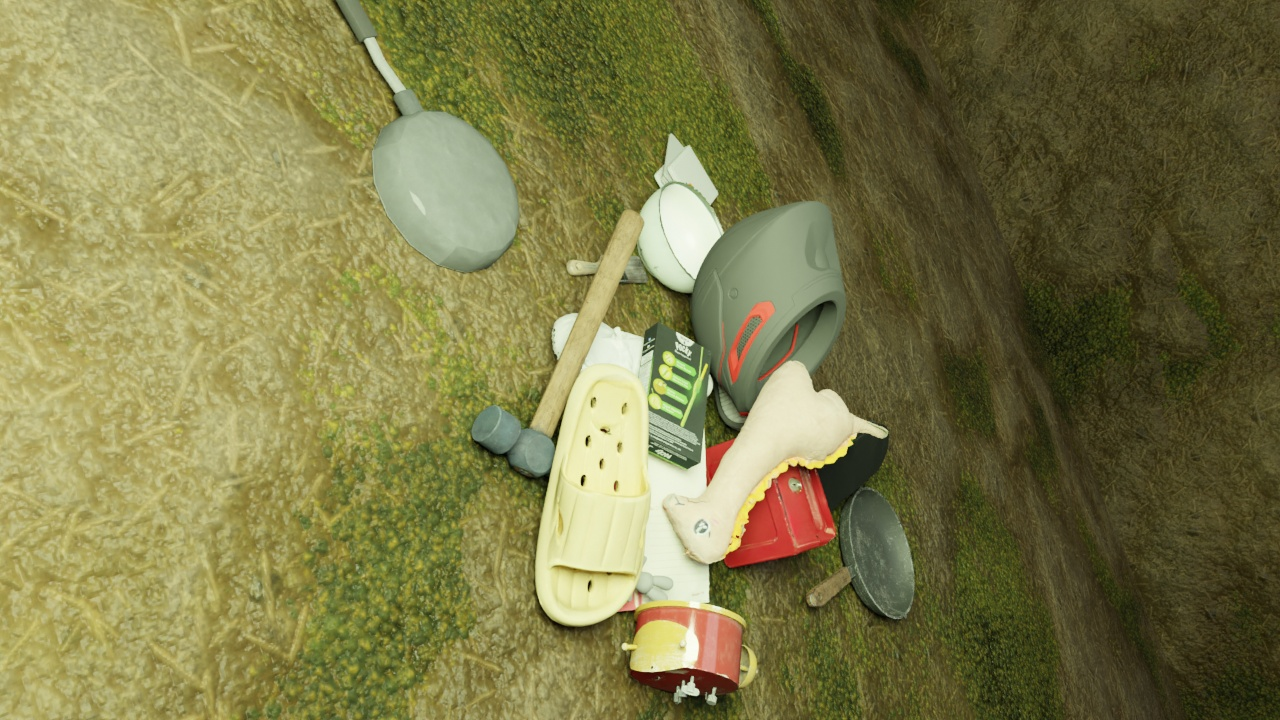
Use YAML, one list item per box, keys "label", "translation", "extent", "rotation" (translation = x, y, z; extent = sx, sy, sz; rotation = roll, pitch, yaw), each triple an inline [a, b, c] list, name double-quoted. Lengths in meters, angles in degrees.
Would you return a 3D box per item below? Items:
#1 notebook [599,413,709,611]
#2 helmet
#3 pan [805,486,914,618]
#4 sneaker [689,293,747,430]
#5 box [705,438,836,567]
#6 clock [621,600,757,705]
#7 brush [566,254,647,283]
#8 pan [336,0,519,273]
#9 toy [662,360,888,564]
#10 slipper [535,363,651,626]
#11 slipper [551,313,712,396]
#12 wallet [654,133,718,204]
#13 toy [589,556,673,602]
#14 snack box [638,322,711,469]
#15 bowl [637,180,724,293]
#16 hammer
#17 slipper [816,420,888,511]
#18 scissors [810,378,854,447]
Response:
- label: "notebook"
  translation: [0.015, 0.163, 1.002]
  extent: [0.152, 0.012, 0.208]
  rotation: [6, 79, -39]
- label: "helmet"
  translation: [0.149, -0.079, 1.124]
  extent: [0.164, 0.265, 0.170]
  rotation: [-1, 38, -47]
- label: "pan"
  translation: [0.319, 0.307, 1.363]
  extent: [0.356, 0.040, 0.207]
  rotation: [-8, 78, -53]
- label: "sneaker"
  translation: [0.146, -0.026, 1.280]
  extent: [0.128, 0.097, 0.262]
  rotation: [21, 54, -60]
- label: "box"
  translation: [0.148, 0.169, 1.135]
  extent: [0.112, 0.135, 0.157]
  rotation: [-8, 78, -55]
- label: "clock"
  translation: [0.056, 0.313, 0.949]
  extent: [0.159, 0.117, 0.081]
  rotation: [42, 46, -41]
- label: "brush"
  translation: [-0.040, -0.114, 1.141]
  extent: [0.151, 0.012, 0.039]
  rotation: [-8, 78, -53]
- label: "pan"
  translation: [-0.234, -0.258, 0.938]
  extent: [0.357, 0.041, 0.178]
  rotation: [61, 35, -9]
- label: "toy"
  translation: [0.153, 0.128, 1.034]
  extent: [0.196, 0.065, 0.263]
  rotation: [33, 69, -3]
- label: "slipper"
  translation: [-0.030, 0.127, 0.892]
  extent: [0.111, 0.079, 0.261]
  rotation: [13, 74, -25]
- label: "slipper"
  translation: [-0.006, 0.006, 1.079]
  extent: [0.246, 0.075, 0.112]
  rotation: [23, 38, -43]
- label: "wallet"
  translation: [0.061, -0.270, 1.339]
  extent: [0.115, 0.038, 0.118]
  rotation: [56, 33, -15]
- label: "toy"
  translation: [-0.016, 0.219, 0.941]
  extent: [0.111, 0.030, 0.049]
  rotation: [29, 72, -21]
- label: "snack box"
  translation: [0.035, 0.038, 1.022]
  extent: [0.080, 0.025, 0.147]
  rotation: [28, 52, -27]
- label: "bowl"
  translation: [0.048, -0.156, 1.227]
  extent: [0.153, 0.073, 0.153]
  rotation: [30, 49, -42]
- label: "hammer"
  translation: [-0.061, -0.026, 0.969]
  extent: [0.129, 0.040, 0.321]
  rotation: [40, 61, -36]
- label: "slipper"
  translation: [0.254, 0.156, 1.335]
  extent: [0.264, 0.083, 0.109]
  rotation: [-24, 121, -37]
- label: "scissors"
  translation: [0.222, 0.074, 1.352]
  extent: [0.209, 0.142, 0.015]
  rotation: [-108, -171, -60]
